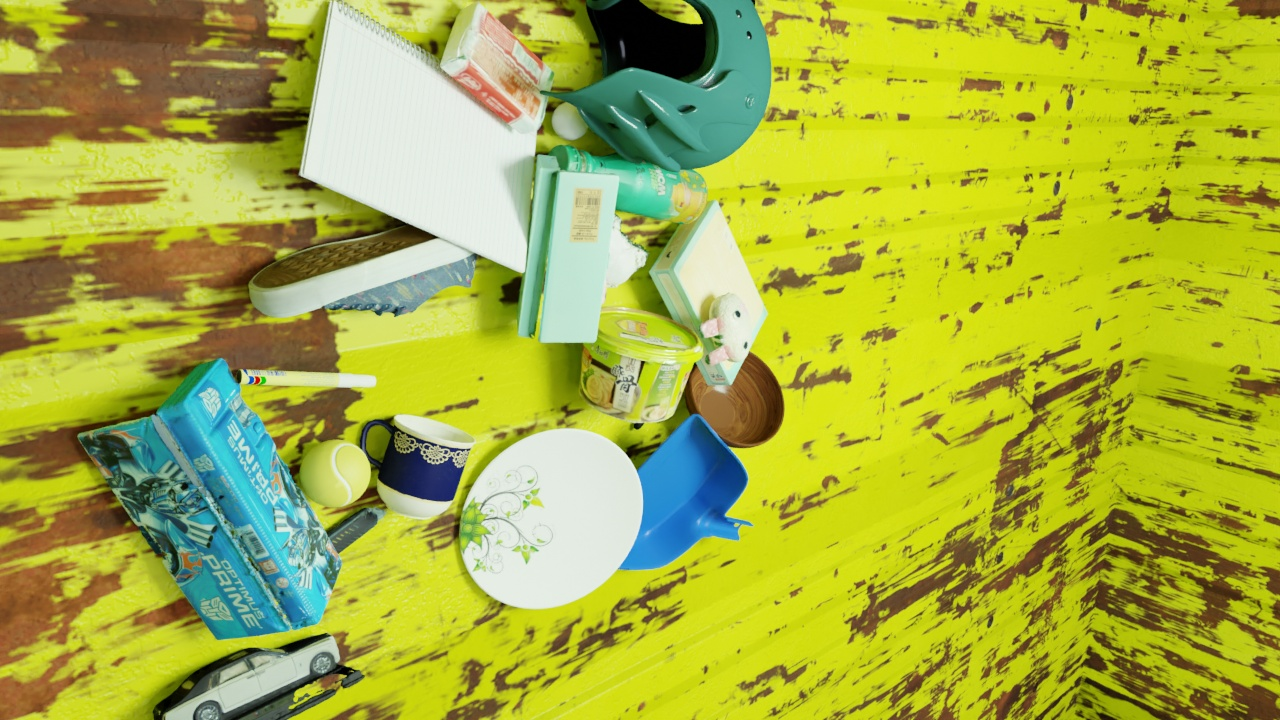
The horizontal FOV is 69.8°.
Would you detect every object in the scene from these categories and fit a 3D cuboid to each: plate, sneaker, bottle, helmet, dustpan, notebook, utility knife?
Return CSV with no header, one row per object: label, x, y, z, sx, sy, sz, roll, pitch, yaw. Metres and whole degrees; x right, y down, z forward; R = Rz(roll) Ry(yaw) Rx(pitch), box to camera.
plate,-0.107,0.186,1.097,0.229,0.030,0.229,-7,108,-24
sneaker,-0.246,-0.073,0.867,0.234,0.087,0.079,-25,125,-39
bottle,-0.015,-0.204,1.048,0.209,0.068,0.068,4,100,-44
helmet,0.025,-0.303,0.966,0.274,0.177,0.200,10,82,-51
dustpan,0.070,0.198,1.224,0.246,0.059,0.257,-47,146,14
notebook,-0.195,-0.206,0.868,0.245,0.013,0.177,22,64,-45
utility knife,-0.328,0.198,0.918,0.172,0.020,0.029,-35,125,-29

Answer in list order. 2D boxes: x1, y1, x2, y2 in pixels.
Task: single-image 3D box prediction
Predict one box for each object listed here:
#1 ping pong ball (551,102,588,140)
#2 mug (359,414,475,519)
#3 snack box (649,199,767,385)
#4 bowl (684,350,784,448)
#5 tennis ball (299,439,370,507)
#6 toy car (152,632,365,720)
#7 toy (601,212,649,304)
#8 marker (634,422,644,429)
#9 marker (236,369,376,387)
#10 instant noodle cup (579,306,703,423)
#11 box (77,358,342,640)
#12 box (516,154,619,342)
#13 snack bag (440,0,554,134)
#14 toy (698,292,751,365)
ping pong ball,-0.076,-0.259,0.993,0.040,0.040,0.040,-15,113,-40
mug,-0.237,0.108,0.941,0.112,0.085,0.089,18,93,-9
snack box,0.093,-0.085,1.173,0.141,0.044,0.194,-59,134,-36
bowl,0.115,0.058,1.242,0.147,0.069,0.147,13,60,-23
tennis ball,-0.295,0.109,0.887,0.065,0.065,0.065,-15,113,-40
toy car,-0.375,0.315,0.878,0.191,0.094,0.071,-18,94,-38
toy,-0.048,-0.112,1.069,0.108,0.041,0.095,-51,131,-10
marker,0.026,0.031,1.198,0.133,0.018,0.015,-62,154,-9
marker,-0.315,0.018,0.875,0.132,0.014,0.014,4,101,-44
instant noodle cup,-0.006,0.006,1.079,0.146,0.146,0.098,-5,117,-42
box,-0.379,0.134,0.824,0.115,0.093,0.243,-17,115,6
box,-0.075,-0.114,0.969,0.093,0.077,0.188,6,112,-10
snack bag,-0.140,-0.289,0.912,0.116,0.036,0.076,34,58,-42
toy,0.111,-0.040,1.124,0.112,0.050,0.087,-31,115,-42
